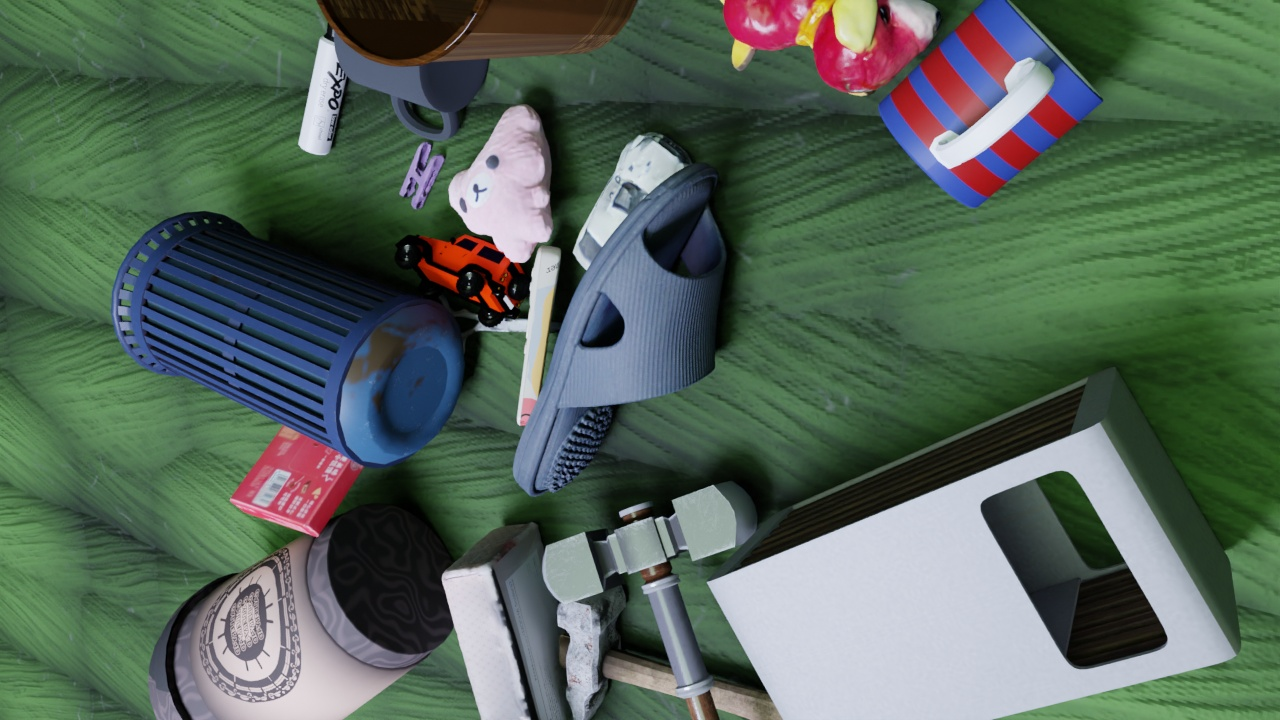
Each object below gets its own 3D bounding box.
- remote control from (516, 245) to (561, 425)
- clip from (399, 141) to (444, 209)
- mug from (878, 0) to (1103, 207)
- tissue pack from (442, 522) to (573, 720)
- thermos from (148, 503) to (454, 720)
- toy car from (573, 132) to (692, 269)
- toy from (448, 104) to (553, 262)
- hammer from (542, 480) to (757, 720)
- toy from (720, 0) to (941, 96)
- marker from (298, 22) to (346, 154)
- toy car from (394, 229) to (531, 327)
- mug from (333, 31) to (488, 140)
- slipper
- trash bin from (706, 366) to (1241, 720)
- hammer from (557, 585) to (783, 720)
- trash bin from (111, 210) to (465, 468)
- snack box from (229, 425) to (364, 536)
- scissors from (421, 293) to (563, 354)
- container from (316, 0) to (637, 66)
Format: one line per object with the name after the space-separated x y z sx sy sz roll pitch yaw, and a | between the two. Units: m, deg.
-0.071 -0.017 0.635 0.018 0.038 0.125 7 88 -5 | remote control
-0.163 -0.137 0.692 0.053 0.013 0.037 -38 82 34 | clip
0.168 -0.122 0.445 0.075 0.111 0.076 44 121 -4 | mug
-0.098 0.225 0.702 0.071 0.103 0.181 -14 98 16 | tissue pack
-0.274 0.227 0.768 0.227 0.172 0.172 -35 84 26 | thermos
-0.008 -0.097 0.601 0.048 0.033 0.106 41 118 17 | toy car
-0.090 -0.112 0.628 0.099 0.052 0.095 -40 63 33 | toy
0.048 0.248 0.591 0.156 0.043 0.322 -22 77 16 | hammer
0.090 -0.200 0.502 0.106 0.067 0.137 -43 74 27 | toy
-0.239 -0.221 0.706 0.025 0.025 0.126 32 117 19 | marker
-0.127 -0.064 0.665 0.100 0.051 0.048 24 71 24 | toy car
-0.156 -0.204 0.644 0.077 0.071 0.105 24 140 23 | mug
-0.003 0.003 0.586 0.082 0.101 0.264 38 122 17 | slipper
0.173 0.114 0.502 0.229 0.114 0.114 -31 86 32 | trash bin
0.081 0.239 0.633 0.319 0.048 0.121 7 109 27 | hammer
-0.263 -0.017 0.703 0.250 0.139 0.139 20 112 25 | trash bin
-0.258 0.071 0.741 0.089 0.132 0.021 10 147 28 | snack box
-0.116 -0.037 0.689 0.172 0.014 0.090 -20 94 35 | scissors
-0.083 -0.234 0.528 0.132 0.166 0.132 8 107 28 | container
